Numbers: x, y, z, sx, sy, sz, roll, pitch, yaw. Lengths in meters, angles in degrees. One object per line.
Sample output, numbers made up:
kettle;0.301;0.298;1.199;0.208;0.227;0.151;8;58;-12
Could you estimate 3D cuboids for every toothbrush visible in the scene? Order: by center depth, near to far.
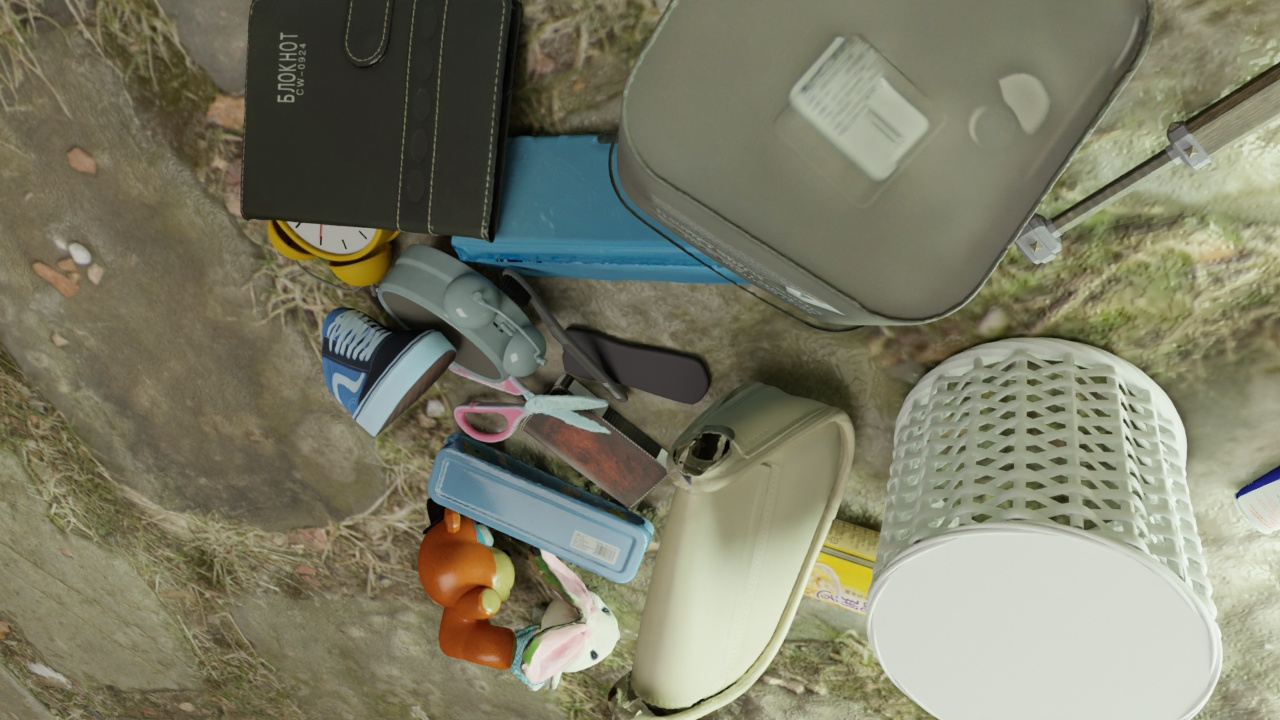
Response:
toothbrush;-0.054;-0.014;0.699;0.013;0.013;0.167;-1;146;36

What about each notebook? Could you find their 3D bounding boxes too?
notebook;-0.185;-0.173;0.633;0.209;0.029;0.169;7;95;17

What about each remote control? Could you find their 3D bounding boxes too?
remote control;-0.004;0.004;0.734;0.124;0.009;0.046;14;127;14

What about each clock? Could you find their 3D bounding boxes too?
clock;-0.133;-0.032;0.699;0.159;0.045;0.122;14;154;48
clock;-0.243;-0.123;0.723;0.113;0.051;0.152;23;125;7

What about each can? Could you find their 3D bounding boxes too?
can;0.428;0.073;0.580;0.032;0.032;0.095;35;129;-3
can;0.168;0.166;0.735;0.105;0.067;0.068;16;128;13

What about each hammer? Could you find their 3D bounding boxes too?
hammer;0.339;-0.140;0.473;0.147;0.028;0.318;46;128;-10

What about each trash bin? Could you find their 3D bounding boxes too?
trash bin;0.092;-0.118;0.428;0.197;0.220;0.197;32;99;-1

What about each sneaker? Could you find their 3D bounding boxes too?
sneaker;-0.218;0.001;0.727;0.098;0.083;0.242;46;159;-10

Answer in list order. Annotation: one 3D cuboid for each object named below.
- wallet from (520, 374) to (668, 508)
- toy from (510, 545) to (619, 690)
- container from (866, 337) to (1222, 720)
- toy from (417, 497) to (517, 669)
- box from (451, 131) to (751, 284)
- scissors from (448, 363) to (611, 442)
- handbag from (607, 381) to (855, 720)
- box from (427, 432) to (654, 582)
wallet;-0.038;0.072;0.789;0.123;0.019;0.072;38;129;-5
toy;-0.076;0.283;0.913;0.105;0.130;0.206;8;141;-7
container;0.249;0.112;0.585;0.189;0.186;0.190;12;127;16
toy;-0.166;0.211;0.874;0.176;0.096;0.112;60;161;7
box;-0.003;-0.095;0.645;0.232;0.094;0.110;3;163;20
scissors;-0.097;0.020;0.762;0.179;0.016;0.108;-2;110;36
handbag;0.043;0.128;0.664;0.132;0.183;0.229;19;105;35
box;-0.087;0.125;0.837;0.210;0.063;0.069;22;112;6
